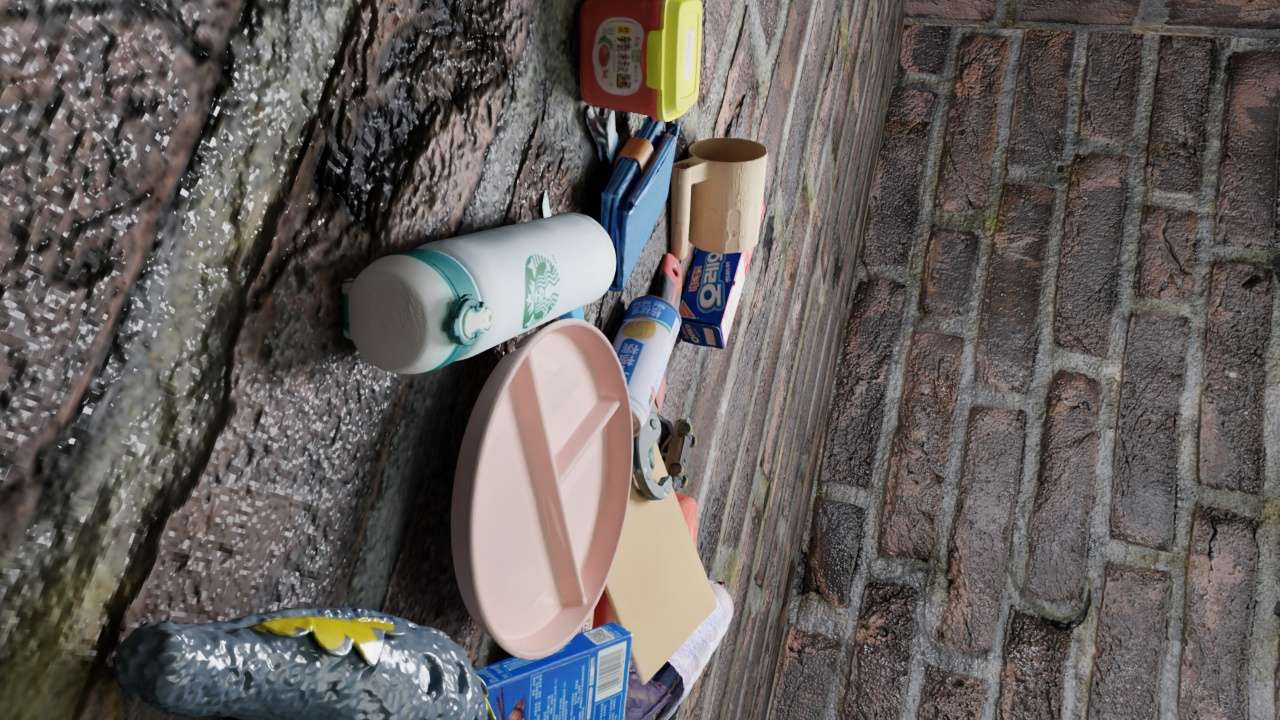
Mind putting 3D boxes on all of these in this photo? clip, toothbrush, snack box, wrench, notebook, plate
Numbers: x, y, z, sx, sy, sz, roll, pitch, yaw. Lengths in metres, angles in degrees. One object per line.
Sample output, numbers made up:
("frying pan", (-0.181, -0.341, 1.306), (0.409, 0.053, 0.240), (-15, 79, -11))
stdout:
("clip", (-0.029, -0.180, 0.727), (0.057, 0.031, 0.025), (72, 34, -71))
("toothbrush", (0.006, 0.051, 0.965), (0.189, 0.017, 0.014), (48, 41, -64))
("snack box", (-0.001, -0.229, 0.683), (0.081, 0.080, 0.091), (-47, 142, -59))
("wrench", (0.019, 0.006, 0.891), (0.056, 0.016, 0.272), (39, 46, -42))
("snack box", (-0.075, 0.256, 0.679), (0.156, 0.026, 0.084), (-6, 107, -42))
("notebook", (0.001, 0.156, 0.814), (0.147, 0.008, 0.207), (-26, 96, -57))
("snack box", (0.096, -0.116, 1.081), (0.058, 0.057, 0.207), (73, 31, -59))
("plate", (-0.061, 0.085, 0.629), (0.229, 0.028, 0.229), (5, 90, -68))

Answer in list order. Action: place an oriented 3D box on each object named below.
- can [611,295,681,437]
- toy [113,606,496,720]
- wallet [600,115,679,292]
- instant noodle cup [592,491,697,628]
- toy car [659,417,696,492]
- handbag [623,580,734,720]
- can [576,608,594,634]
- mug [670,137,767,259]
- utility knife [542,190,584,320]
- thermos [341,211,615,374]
("can", (-0.005, 0.005, 0.822), (0.053, 0.053, 0.134), (81, 22, -45))
("toy", (-0.137, 0.213, 0.474), (0.137, 0.091, 0.357), (-47, 142, -40))
("wallet", (-0.004, -0.138, 0.787), (0.107, 0.040, 0.132), (95, 14, -49))
("instant noodle cup", (0.001, 0.200, 0.914), (0.188, 0.079, 0.164), (-24, 118, -63))
("toy car", (0.041, 0.109, 1.058), (0.042, 0.035, 0.090), (70, 34, -60))
("handbag", (0.024, 0.316, 0.964), (0.134, 0.075, 0.193), (-50, 172, 22))
("can", (-0.068, 0.211, 0.735), (0.058, 0.058, 0.116), (-19, 116, -70))
("mug", (0.078, -0.171, 0.979), (0.124, 0.084, 0.104), (-28, 131, -38))
("utility knife", (-0.054, -0.035, 0.704), (0.034, 0.018, 0.199), (-72, 157, -57))
("thermos", (-0.082, -0.044, 0.536), (0.223, 0.073, 0.073), (-35, 132, -66))
